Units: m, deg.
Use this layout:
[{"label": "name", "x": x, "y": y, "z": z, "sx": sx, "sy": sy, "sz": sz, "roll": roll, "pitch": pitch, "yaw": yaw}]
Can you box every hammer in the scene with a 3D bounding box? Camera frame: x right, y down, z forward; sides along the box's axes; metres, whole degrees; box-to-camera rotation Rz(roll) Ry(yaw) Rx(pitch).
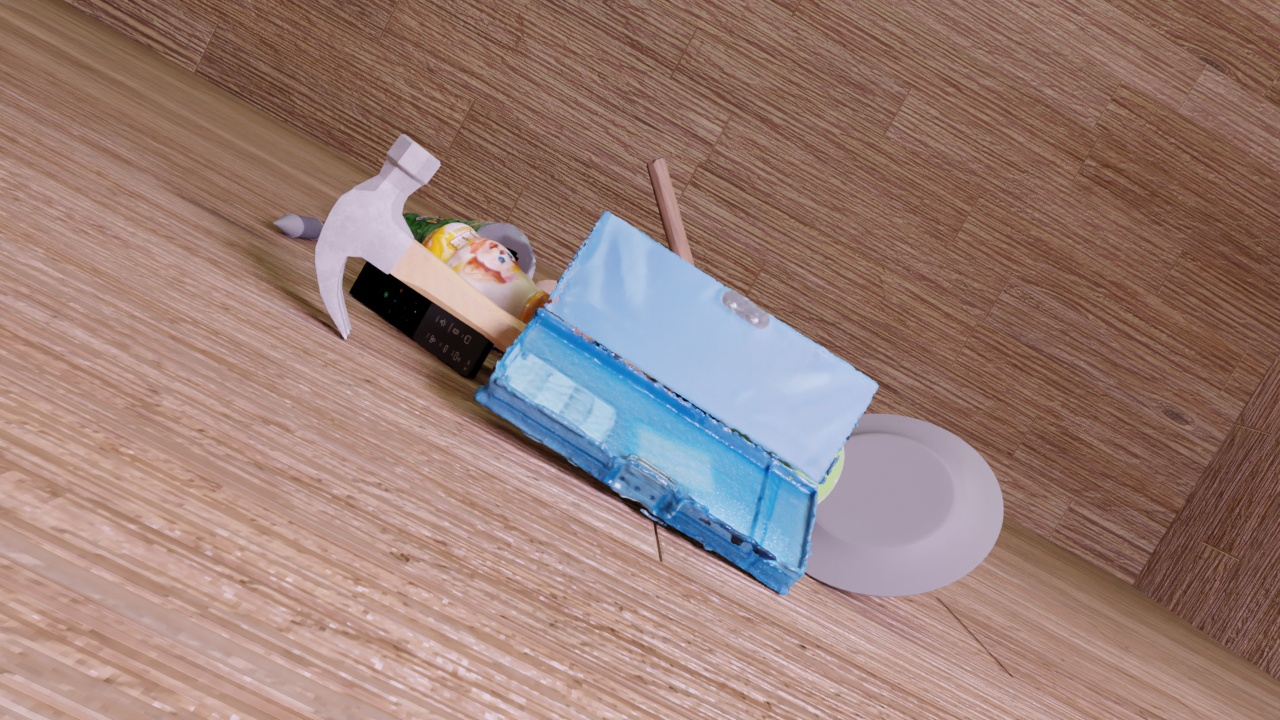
[{"label": "hammer", "x": -0.076, "y": -0.006, "z": 0.648, "sx": 0.328, "sy": 0.131, "sz": 0.039, "roll": 37, "pitch": 3, "yaw": -17}, {"label": "hammer", "x": 0.060, "y": -0.050, "z": 0.964, "sx": 0.052, "sy": 0.328, "sz": 0.098, "roll": -16, "pitch": 6, "yaw": 1}, {"label": "hammer", "x": -0.313, "y": -0.138, "z": 0.997, "sx": 0.156, "sy": 0.043, "sz": 0.322, "roll": 29, "pitch": 8, "yaw": 4}]

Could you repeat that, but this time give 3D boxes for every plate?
[{"label": "plate", "x": 0.181, "y": 0.101, "z": 0.700, "sx": 0.178, "sy": 0.178, "sz": 0.012, "roll": 33, "pitch": -32, "yaw": 40}]

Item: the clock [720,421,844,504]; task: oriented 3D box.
[{"label": "clock", "x": 0.099, "y": 0.073, "z": 0.672, "sx": 0.042, "sy": 0.119, "sz": 0.094, "roll": 45, "pitch": -22, "yaw": 62}]

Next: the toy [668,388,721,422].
[{"label": "toy", "x": 0.062, "y": 0.053, "z": 0.771, "sx": 0.097, "sy": 0.119, "sz": 0.099, "roll": -5, "pitch": 57, "yaw": -34}]

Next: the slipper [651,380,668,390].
[{"label": "slipper", "x": 0.002, "y": 0.023, "z": 0.964, "sx": 0.115, "sy": 0.052, "sz": 0.262, "roll": 16, "pitch": 22, "yaw": -20}]

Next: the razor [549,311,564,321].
[{"label": "razor", "x": -0.135, "y": -0.033, "z": 0.766, "sx": 0.143, "sy": 0.047, "sz": 0.052, "roll": 10, "pitch": -37, "yaw": 16}]

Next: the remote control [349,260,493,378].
[{"label": "remote control", "x": -0.176, "y": -0.035, "z": 0.729, "sx": 0.150, "sy": 0.034, "sz": 0.013, "roll": 32, "pitch": 3, "yaw": 29}]

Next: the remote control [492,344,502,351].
[{"label": "remote control", "x": -0.164, "y": -0.039, "z": 0.881, "sx": 0.138, "sy": 0.025, "sz": 0.060, "roll": 24, "pitch": 7, "yaw": -24}]

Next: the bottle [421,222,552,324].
[{"label": "bottle", "x": -0.121, "y": -0.061, "z": 0.714, "sx": 0.108, "sy": 0.063, "sz": 0.063, "roll": 31, "pitch": 6, "yaw": 17}]

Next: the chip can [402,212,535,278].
[{"label": "chip can", "x": -0.185, "y": -0.105, "z": 0.901, "sx": 0.075, "sy": 0.075, "sz": 0.223, "roll": 25, "pitch": -6, "yaw": -37}]

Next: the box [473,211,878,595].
[{"label": "box", "x": 0.028, "y": 0.028, "z": 0.608, "sx": 0.232, "sy": 0.172, "sz": 0.066, "roll": 33, "pitch": -30, "yaw": -3}]

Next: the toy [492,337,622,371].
[{"label": "toy", "x": -0.056, "y": 0.013, "z": 0.723, "sx": 0.102, "sy": 0.050, "sz": 0.093, "roll": -11, "pitch": -22, "yaw": 10}]

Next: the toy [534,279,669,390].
[{"label": "toy", "x": -0.005, "y": 0.005, "z": 0.863, "sx": 0.264, "sy": 0.065, "sz": 0.195, "roll": 40, "pitch": 38, "yaw": 22}]
